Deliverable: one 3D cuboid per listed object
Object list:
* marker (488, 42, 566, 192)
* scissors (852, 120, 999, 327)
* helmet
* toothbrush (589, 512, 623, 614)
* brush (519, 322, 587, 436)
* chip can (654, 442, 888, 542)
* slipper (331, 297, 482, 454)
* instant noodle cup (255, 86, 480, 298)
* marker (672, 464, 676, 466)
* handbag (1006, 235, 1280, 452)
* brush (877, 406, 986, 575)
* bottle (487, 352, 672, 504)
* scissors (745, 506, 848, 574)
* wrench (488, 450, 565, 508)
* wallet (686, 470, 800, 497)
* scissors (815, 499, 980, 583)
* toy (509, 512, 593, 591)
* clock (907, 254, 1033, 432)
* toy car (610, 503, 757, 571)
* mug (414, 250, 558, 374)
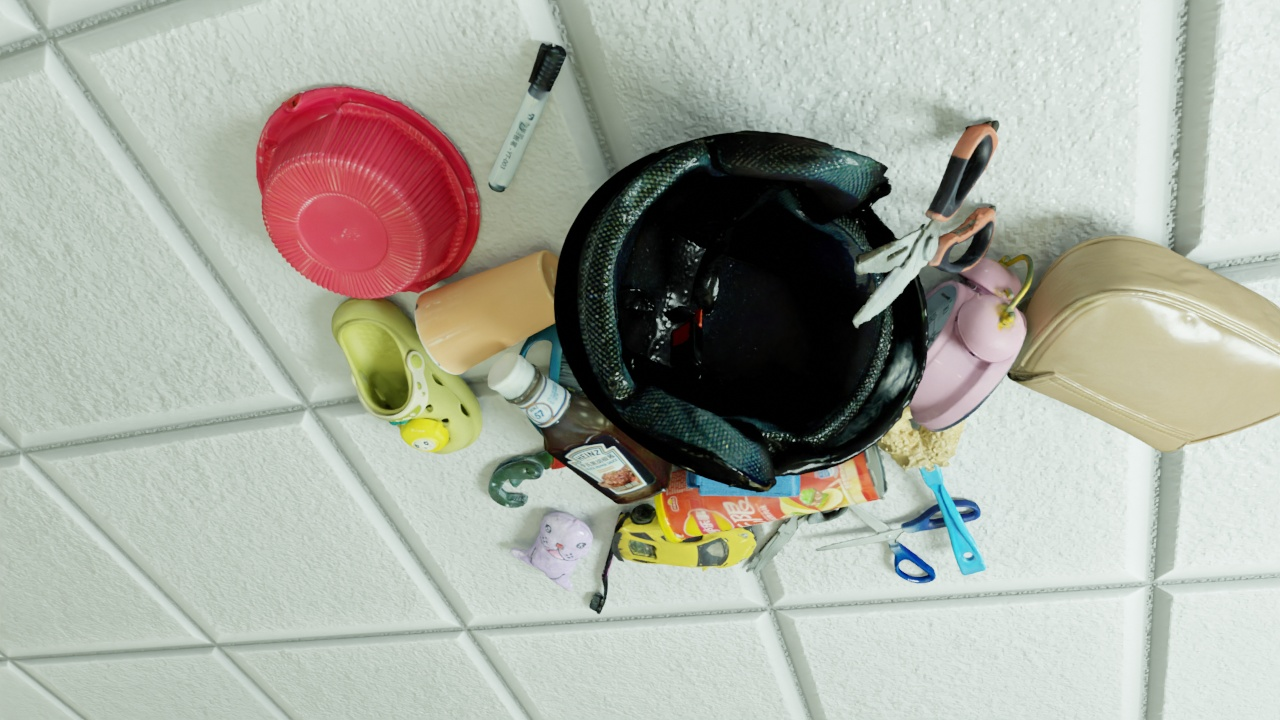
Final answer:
[{"bbox_3d":[-0.089,-0.182,0.698,0.022,0.018,0.131,31,129,-5],"label":"marker"},{"bbox_3d":[0.199,-0.091,0.617,0.015,0.215,0.195,19,173,35],"label":"scissors"},{"bbox_3d":[0.067,-0.036,0.660,0.274,0.230,0.233,22,90,-27],"label":"helmet"},{"bbox_3d":[-0.039,0.233,1.049,0.018,0.014,0.190,21,131,10],"label":"toothbrush"},{"bbox_3d":[-0.079,0.017,0.842,0.073,0.055,0.144,9,132,0],"label":"brush"},{"bbox_3d":[0.123,0.120,0.885,0.217,0.073,0.073,-17,125,22],"label":"chip can"},{"bbox_3d":[-0.228,0.028,0.864,0.092,0.081,0.190,-15,124,24],"label":"slipper"},{"bbox_3d":[-0.230,-0.119,0.747,0.194,0.065,0.194,5,131,5],"label":"instant noodle cup"},{"bbox_3d":[0.086,0.077,0.887,0.132,0.020,0.022,-23,139,27],"label":"marker"},{"bbox_3d":[0.391,-0.013,0.708,0.204,0.099,0.148,24,138,-11],"label":"handbag"},{"bbox_3d":[0.283,0.118,0.866,0.083,0.045,0.255,-20,123,17],"label":"brush"},{"bbox_3d":[-0.054,0.061,0.809,0.080,0.043,0.195,-21,132,34],"label":"bottle"},{"bbox_3d":[0.147,0.174,0.966,0.175,0.014,0.137,-22,125,28],"label":"scissors"},{"bbox_3d":[-0.055,0.090,0.926,0.274,0.016,0.056,-28,120,29],"label":"wrench"},{"bbox_3d":[0.092,0.056,0.826,0.106,0.040,0.133,1,99,9],"label":"wallet"},{"bbox_3d":[0.267,0.179,0.940,0.163,0.012,0.173,-34,122,29],"label":"scissors"},{"bbox_3d":[-0.093,0.205,1.018,0.084,0.038,0.108,31,131,-1],"label":"toy"},{"bbox_3d":[0.250,-0.019,0.715,0.060,0.117,0.159,35,130,-5],"label":"clock"},{"bbox_3d":[0.047,0.193,0.980,0.156,0.041,0.071,3,132,5],"label":"toy car"},{"bbox_3d":[-0.121,-0.044,0.787,0.123,0.078,0.078,-21,124,20],"label":"mug"}]
